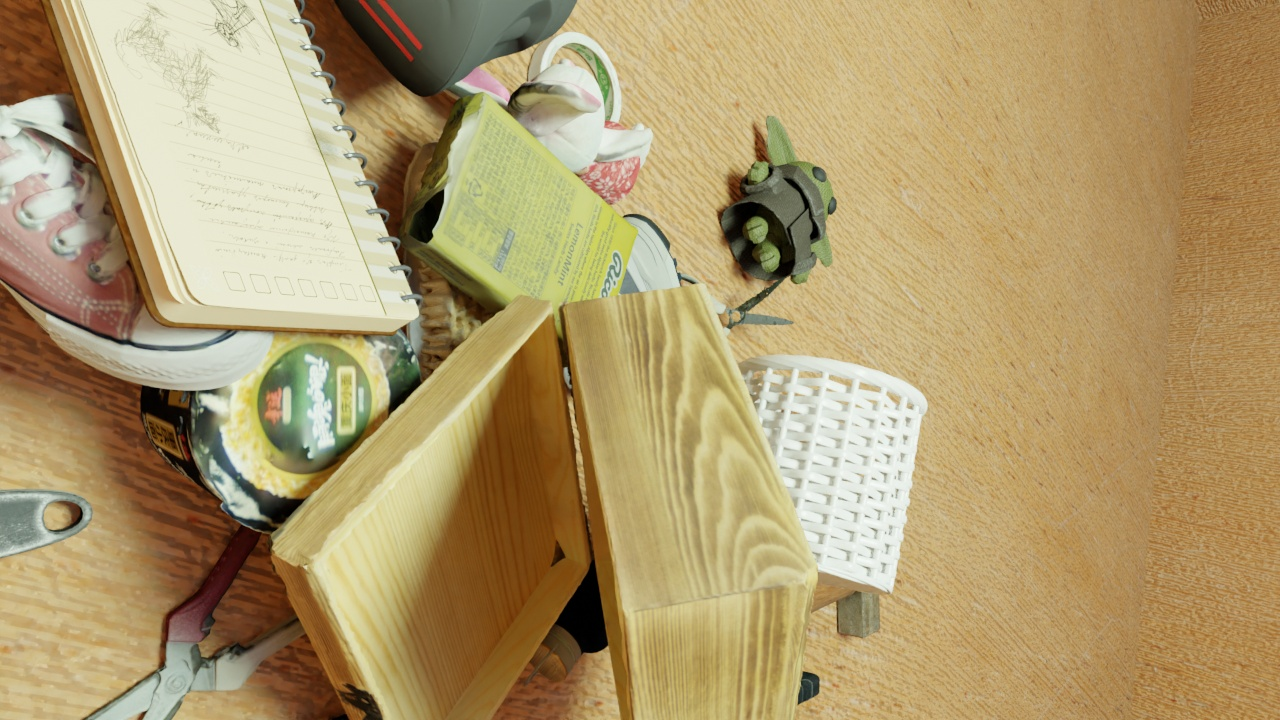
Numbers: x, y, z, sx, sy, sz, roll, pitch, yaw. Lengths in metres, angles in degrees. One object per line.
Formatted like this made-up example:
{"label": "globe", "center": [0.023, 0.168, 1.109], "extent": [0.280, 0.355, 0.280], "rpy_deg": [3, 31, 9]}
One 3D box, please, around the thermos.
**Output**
{"label": "thermos", "center": [-0.022, 0.186, 0.773], "extent": [0.230, 0.061, 0.061], "rpy_deg": [-43, 120, -39]}

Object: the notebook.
{"label": "notebook", "center": [-0.197, -0.119, 0.453], "extent": [0.225, 0.024, 0.167], "rpy_deg": [66, 20, 9]}

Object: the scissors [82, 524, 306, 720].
{"label": "scissors", "center": [-0.247, 0.162, 0.559], "extent": [0.179, 0.015, 0.194], "rpy_deg": [15, 79, -47]}

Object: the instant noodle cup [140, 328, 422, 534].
{"label": "instant noodle cup", "center": [-0.213, 0.026, 0.526], "extent": [0.137, 0.112, 0.137], "rpy_deg": [-1, 91, -48]}

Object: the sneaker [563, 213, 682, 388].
{"label": "sneaker", "center": [-0.004, 0.005, 0.787], "extent": [0.124, 0.089, 0.240], "rpy_deg": [-32, 104, -39]}

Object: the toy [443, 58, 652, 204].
{"label": "toy", "center": [-0.054, -0.176, 0.690], "extent": [0.194, 0.159, 0.084], "rpy_deg": [13, 98, -53]}

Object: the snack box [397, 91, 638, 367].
{"label": "snack box", "center": [-0.081, -0.086, 0.638], "extent": [0.181, 0.045, 0.121], "rpy_deg": [37, 60, -45]}

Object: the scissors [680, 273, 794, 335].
{"label": "scissors", "center": [0.075, -0.037, 0.890], "extent": [0.157, 0.013, 0.168], "rpy_deg": [33, 80, -28]}

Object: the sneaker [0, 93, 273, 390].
{"label": "sneaker", "center": [-0.270, -0.077, 0.402], "extent": [0.241, 0.088, 0.118], "rpy_deg": [31, 51, -8]}

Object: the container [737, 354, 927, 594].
{"label": "container", "center": [0.166, 0.112, 0.888], "extent": [0.189, 0.190, 0.186], "rpy_deg": [28, 70, -44]}

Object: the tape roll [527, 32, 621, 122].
{"label": "tape roll", "center": [-0.054, -0.227, 0.774], "extent": [0.093, 0.018, 0.094], "rpy_deg": [1, 89, -48]}

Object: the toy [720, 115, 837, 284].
{"label": "toy", "center": [0.151, -0.150, 0.955], "extent": [0.152, 0.078, 0.179], "rpy_deg": [-47, 120, -38]}

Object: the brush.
{"label": "brush", "center": [-0.124, -0.026, 0.666], "extent": [0.083, 0.057, 0.271], "rpy_deg": [-5, 94, -51]}

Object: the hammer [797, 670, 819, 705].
{"label": "hammer", "center": [0.081, 0.350, 0.863], "extent": [0.332, 0.118, 0.025], "rpy_deg": [-1, 93, -53]}

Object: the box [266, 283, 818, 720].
{"label": "box", "center": [-0.059, 0.127, 0.585], "extent": [0.269, 0.263, 0.280], "rpy_deg": [-102, -175, -48]}

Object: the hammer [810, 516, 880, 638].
{"label": "hammer", "center": [0.177, 0.253, 1.011], "extent": [0.300, 0.037, 0.158], "rpy_deg": [-3, 92, -48]}

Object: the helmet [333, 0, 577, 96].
{"label": "helmet", "center": [-0.126, -0.293, 0.586], "extent": [0.169, 0.165, 0.264], "rpy_deg": [8, 70, -35]}

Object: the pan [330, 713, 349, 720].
{"label": "pan", "center": [-0.183, 0.255, 0.618], "extent": [0.198, 0.021, 0.356], "rpy_deg": [18, 78, -47]}

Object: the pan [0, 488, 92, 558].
{"label": "pan", "center": [-0.412, 0.089, 0.360], "extent": [0.356, 0.055, 0.187], "rpy_deg": [-3, 92, -44]}
